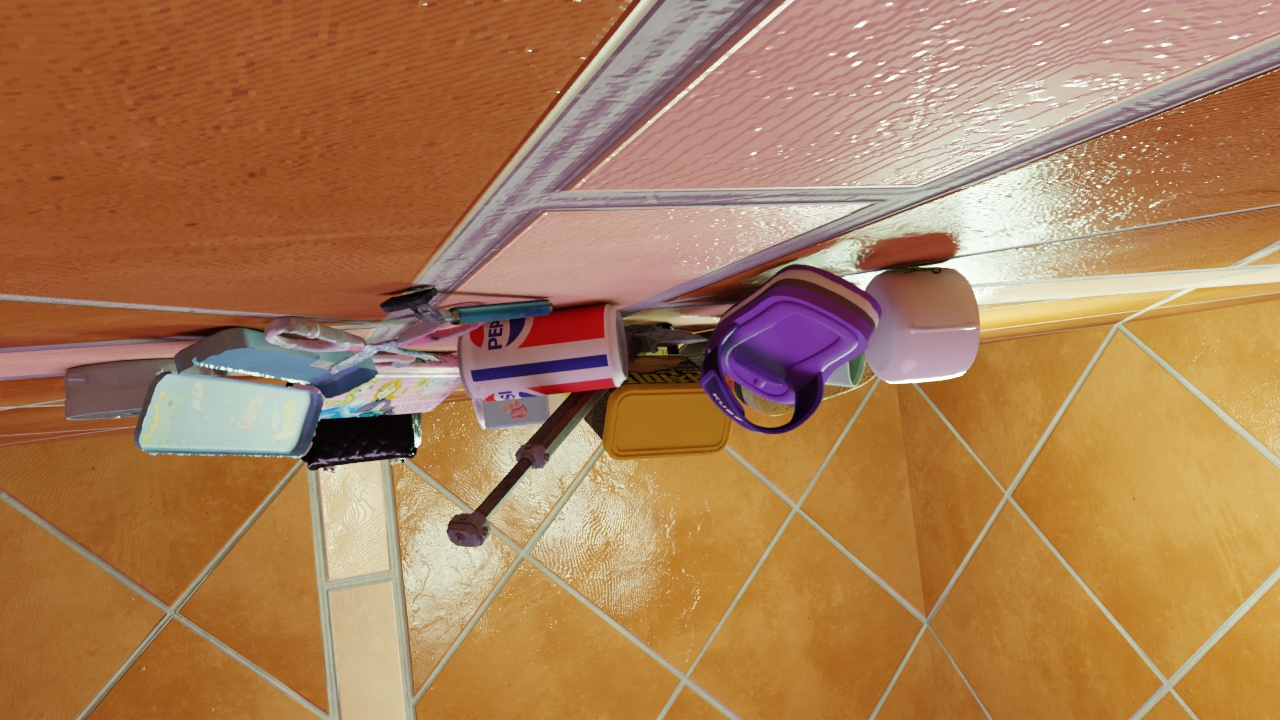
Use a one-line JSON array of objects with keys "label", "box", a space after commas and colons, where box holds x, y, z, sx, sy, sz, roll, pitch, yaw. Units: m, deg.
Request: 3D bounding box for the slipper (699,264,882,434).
[{"label": "slipper", "box": [0.105, 0.012, 0.752, 0.107, 0.084, 0.267, 28, 164, 0]}]

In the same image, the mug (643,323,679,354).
[{"label": "mug", "box": [-0.006, 0.006, 1.031, 0.098, 0.082, 0.118, -7, 178, 10]}]

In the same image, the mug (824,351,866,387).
[{"label": "mug", "box": [0.152, -0.027, 0.862, 0.104, 0.084, 0.111, 6, 160, 26]}]

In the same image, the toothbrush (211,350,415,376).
[{"label": "toothbrush", "box": [-0.287, 0.000, 0.838, 0.027, 0.027, 0.222, -36, 163, 24]}]

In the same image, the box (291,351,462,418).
[{"label": "box", "box": [-0.285, 0.011, 0.991, 0.085, 0.071, 0.230, -41, 164, 17]}]

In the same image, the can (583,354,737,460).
[{"label": "can", "box": [0.011, 0.041, 0.900, 0.130, 0.073, 0.101, -1, -159, -24]}]

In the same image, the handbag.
[{"label": "handbag", "box": [-0.350, 0.073, 1.148, 0.153, 0.125, 0.115, -6, 177, -7]}]

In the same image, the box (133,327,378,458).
[{"label": "box", "box": [-0.310, 0.026, 0.752, 0.125, 0.043, 0.209, -46, 165, 5]}]

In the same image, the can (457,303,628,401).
[{"label": "can", "box": [-0.080, -0.006, 0.770, 0.132, 0.070, 0.070, -7, 177, 7]}]

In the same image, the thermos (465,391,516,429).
[{"label": "thermos", "box": [-0.103, 0.021, 1.139, 0.220, 0.099, 0.099, -12, 177, 3]}]

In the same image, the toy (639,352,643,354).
[{"label": "toy", "box": [-0.040, 0.004, 0.953, 0.105, 0.085, 0.033, 13, -160, -9]}]

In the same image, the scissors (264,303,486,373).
[{"label": "scissors", "box": [-0.201, -0.017, 0.698, 0.171, 0.013, 0.176, -17, 165, 35]}]

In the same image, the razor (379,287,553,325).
[{"label": "razor", "box": [-0.110, -0.035, 0.634, 0.042, 0.022, 0.143, -7, 178, 35]}]

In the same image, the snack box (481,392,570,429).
[{"label": "snack box", "box": [-0.117, 0.024, 1.013, 0.093, 0.094, 0.079, -9, 176, 32]}]

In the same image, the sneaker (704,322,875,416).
[{"label": "sneaker", "box": [0.175, -0.013, 1.022, 0.238, 0.086, 0.122, -20, -156, -32]}]

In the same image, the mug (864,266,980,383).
[{"label": "mug", "box": [0.227, -0.028, 0.742, 0.068, 0.094, 0.115, -5, -176, -7]}]

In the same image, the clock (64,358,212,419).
[{"label": "clock", "box": [-0.459, 0.028, 0.853, 0.122, 0.045, 0.159, -6, 178, -12]}]

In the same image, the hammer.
[{"label": "hammer", "box": [-0.060, 0.050, 0.765, 0.147, 0.028, 0.315, -2, -151, 28]}]

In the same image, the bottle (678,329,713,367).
[{"label": "bottle", "box": [0.061, 0.021, 1.103, 0.084, 0.046, 0.173, -9, -157, 43]}]
